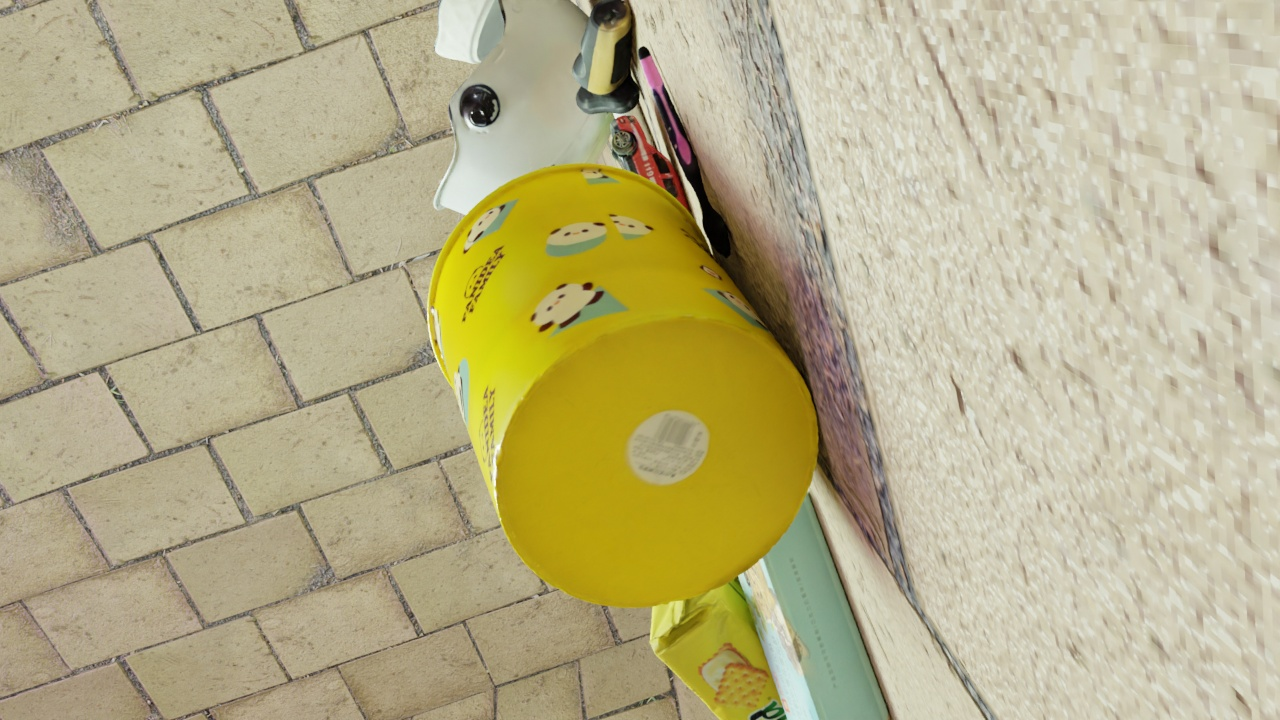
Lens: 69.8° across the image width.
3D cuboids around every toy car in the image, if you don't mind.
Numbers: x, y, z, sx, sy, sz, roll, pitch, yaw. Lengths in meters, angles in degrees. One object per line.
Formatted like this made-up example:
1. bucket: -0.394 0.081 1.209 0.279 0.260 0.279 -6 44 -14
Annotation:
1. toy car: 0.009 -0.151 0.778 0.053 0.045 0.120 -129 15 -83

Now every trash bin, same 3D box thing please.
1. trash bin: -0.020 0.010 0.605 0.255 0.229 0.230 -121 10 -62

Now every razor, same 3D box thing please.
1. razor: -0.025 -0.257 0.779 0.067 0.062 0.167 41 174 -1

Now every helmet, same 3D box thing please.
1. helmet: -0.107 -0.254 0.982 0.229 0.146 0.258 -112 46 -86

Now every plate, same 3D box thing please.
1. plate: -0.141 -0.400 0.964 0.045 0.205 0.205 35 -177 -4

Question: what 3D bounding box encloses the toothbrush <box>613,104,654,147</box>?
1. toothbrush: 0.011 -0.173 0.869 0.027 0.026 0.221 121 133 -61

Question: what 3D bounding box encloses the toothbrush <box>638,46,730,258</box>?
1. toothbrush: 0.029 -0.147 0.632 0.018 0.014 0.189 45 -157 -61

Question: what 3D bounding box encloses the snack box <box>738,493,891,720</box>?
1. snack box: 0.115 0.184 0.660 0.074 0.051 0.174 132 121 -73

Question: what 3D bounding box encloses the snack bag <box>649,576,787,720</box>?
1. snack bag: 0.103 0.247 0.763 0.246 0.068 0.157 48 -165 -12
